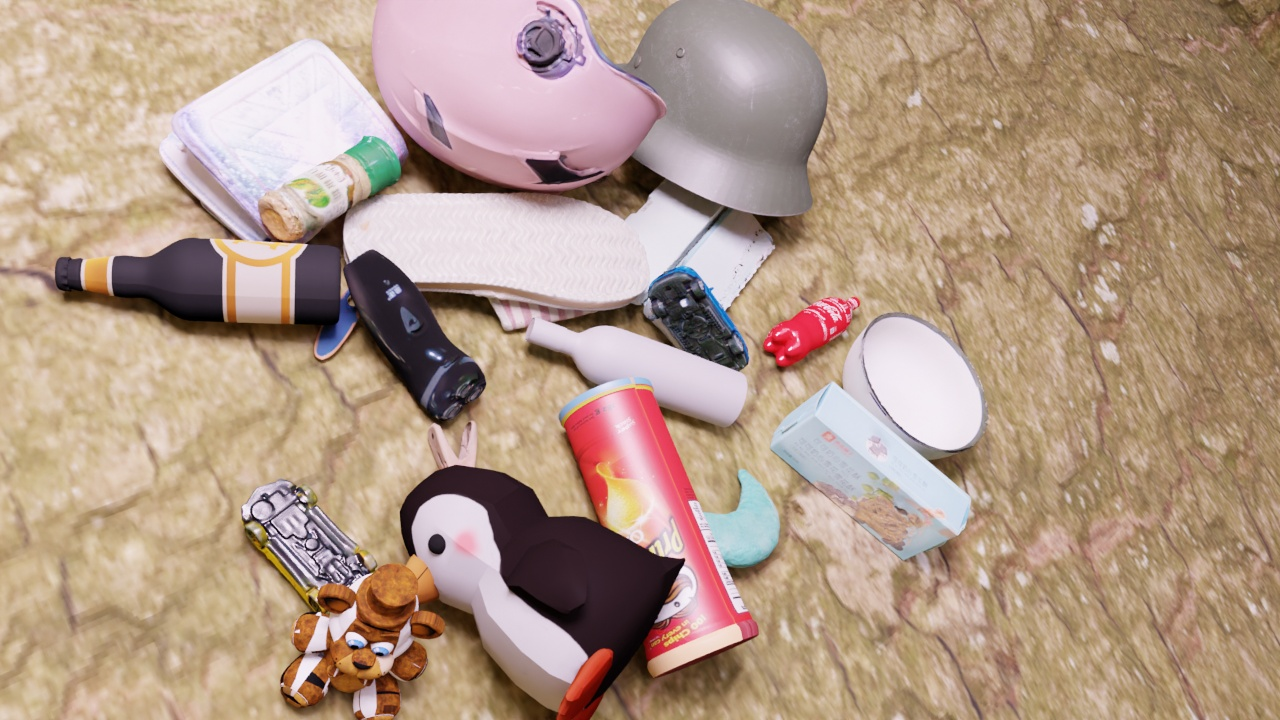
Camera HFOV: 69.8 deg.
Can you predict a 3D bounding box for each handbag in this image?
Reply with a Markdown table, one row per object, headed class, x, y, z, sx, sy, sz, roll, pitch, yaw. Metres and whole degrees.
| class | x | y | z | sx | sy | sz | roll | pitch | yaw |
| --- | --- | --- | --- | --- | --- | --- | --- | --- | --- |
| handbag | -0.281 | -0.166 | 0.736 | 0.126 | 0.069 | 0.158 | 49 | 49 | -14 |

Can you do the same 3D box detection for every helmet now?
| class | x | y | z | sx | sy | sz | roll | pitch | yaw |
| --- | --- | --- | --- | --- | --- | --- | --- | --- | --- |
| helmet | 0.089 | -0.284 | 0.939 | 0.226 | 0.154 | 0.268 | -14 | 47 | -45 |
| helmet | -0.112 | -0.227 | 0.781 | 0.255 | 0.230 | 0.152 | 26 | 88 | -15 |

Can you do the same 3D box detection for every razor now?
| class | x | y | z | sx | sy | sz | roll | pitch | yaw |
| --- | --- | --- | --- | --- | --- | --- | --- | --- | --- |
| razor | -0.170 | -0.020 | 0.694 | 0.052 | 0.064 | 0.140 | -44 | 110 | -34 |

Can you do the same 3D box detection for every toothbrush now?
| class | x | y | z | sx | sy | sz | roll | pitch | yaw |
| --- | --- | --- | --- | --- | --- | --- | --- | --- | --- |
| toothbrush | -0.224 | -0.054 | 0.728 | 0.021 | 0.017 | 0.134 | 25 | 52 | -8 |

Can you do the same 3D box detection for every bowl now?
| class | x | y | z | sx | sy | sz | roll | pitch | yaw |
| --- | --- | --- | --- | --- | --- | --- | --- | --- | --- |
| bowl | 0.262 | 0.034 | 0.915 | 0.153 | 0.073 | 0.153 | 14 | 57 | -22 |

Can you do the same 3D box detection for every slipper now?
| class | x | y | z | sx | sy | sz | roll | pitch | yaw |
| --- | --- | --- | --- | --- | --- | --- | --- | --- | --- |
| slipper | -0.119 | -0.084 | 0.780 | 0.262 | 0.052 | 0.115 | 2 | 68 | -26 |

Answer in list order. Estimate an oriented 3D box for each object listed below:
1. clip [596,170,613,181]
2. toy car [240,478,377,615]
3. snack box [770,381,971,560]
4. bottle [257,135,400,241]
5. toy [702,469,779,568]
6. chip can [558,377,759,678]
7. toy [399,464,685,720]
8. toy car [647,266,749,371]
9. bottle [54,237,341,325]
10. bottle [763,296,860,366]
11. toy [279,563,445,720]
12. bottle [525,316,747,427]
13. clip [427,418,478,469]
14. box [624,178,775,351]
| class | x | y | z | sx | sy | sz | roll | pitch | yaw |
| --- | --- | --- | --- | --- | --- | --- | --- | --- | --- |
| clip | -0.056 | -0.202 | 0.914 | 0.025 | 0.050 | 0.061 | -65 | 143 | -40 |
| toy car | -0.221 | 0.125 | 0.611 | 0.107 | 0.030 | 0.048 | 49 | 52 | 2 |
| snack box | 0.210 | 0.103 | 0.842 | 0.174 | 0.075 | 0.053 | 39 | 49 | -3 |
| bottle | -0.234 | -0.131 | 0.695 | 0.043 | 0.043 | 0.110 | 45 | 51 | 1 |
| toy | 0.076 | 0.136 | 0.776 | 0.105 | 0.033 | 0.085 | -11 | 54 | -36 |
| chip can | 0.010 | 0.125 | 0.708 | 0.086 | 0.087 | 0.213 | -9 | 66 | -33 |
| toy | -0.076 | 0.137 | 0.622 | 0.184 | 0.159 | 0.139 | 35 | 59 | 16 |
| toy car | 0.052 | -0.035 | 0.828 | 0.120 | 0.056 | 0.043 | 51 | 30 | -29 |
| bottle | -0.309 | -0.057 | 0.652 | 0.181 | 0.059 | 0.059 | 1 | 61 | -20 |
| bottle | 0.179 | -0.036 | 0.930 | 0.141 | 0.042 | 0.042 | -28 | 78 | -39 |
| toy | -0.168 | 0.170 | 0.565 | 0.087 | 0.113 | 0.067 | 22 | 42 | -16 |
| bottle | -0.005 | 0.005 | 0.794 | 0.195 | 0.053 | 0.052 | 20 | 54 | -18 |
| clip | -0.143 | 0.075 | 0.692 | 0.061 | 0.026 | 0.049 | 36 | 60 | -16 |
| box | 0.048 | -0.110 | 0.902 | 0.136 | 0.044 | 0.196 | 42 | 54 | -2 |
